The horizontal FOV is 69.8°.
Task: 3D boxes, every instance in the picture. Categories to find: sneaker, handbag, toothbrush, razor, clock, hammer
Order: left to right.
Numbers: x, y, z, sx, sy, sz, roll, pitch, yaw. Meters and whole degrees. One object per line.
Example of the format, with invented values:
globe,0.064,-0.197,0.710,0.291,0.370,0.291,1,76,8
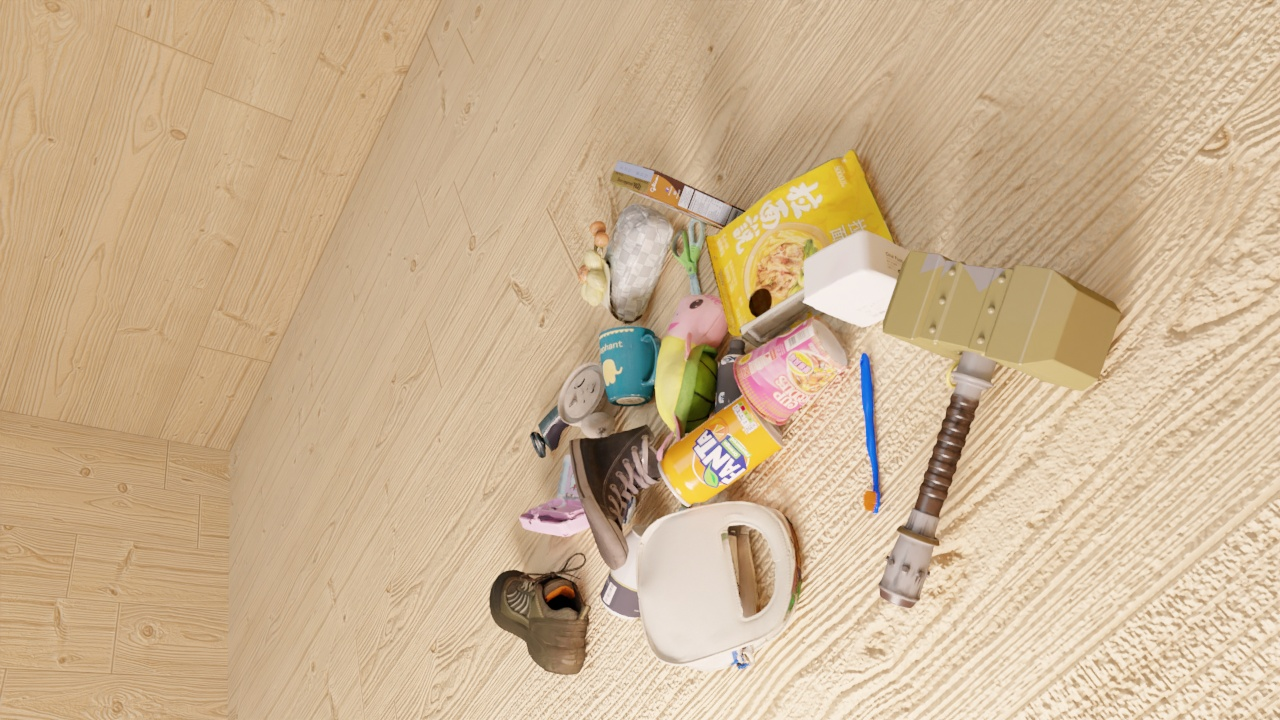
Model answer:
sneaker,-0.148,0.347,1.374,0.238,0.101,0.143,29,104,51
razor,-0.133,0.099,1.518,0.143,0.052,0.047,-49,42,17
clock,-0.068,0.075,1.414,0.104,0.061,0.156,-41,41,22
handbag,-0.029,-0.158,1.403,0.172,0.123,0.112,-67,28,19
sneaker,-0.020,0.173,1.217,0.234,0.120,0.095,-107,0,-61
handbag,0.102,0.260,1.085,0.200,0.093,0.200,-23,55,25
toothbrush,0.247,0.076,0.999,0.016,0.018,0.182,122,151,-66
hammer,0.292,0.075,0.861,0.190,0.100,0.325,21,94,56

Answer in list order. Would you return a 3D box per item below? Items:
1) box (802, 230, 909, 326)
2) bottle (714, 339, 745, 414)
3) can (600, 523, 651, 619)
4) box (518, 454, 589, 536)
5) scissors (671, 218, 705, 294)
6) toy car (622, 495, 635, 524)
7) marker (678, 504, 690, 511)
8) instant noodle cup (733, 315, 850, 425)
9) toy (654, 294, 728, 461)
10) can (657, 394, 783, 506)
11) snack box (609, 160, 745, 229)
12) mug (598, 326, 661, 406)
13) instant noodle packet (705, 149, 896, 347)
box,0.242,-0.095,1.004,0.103,0.107,0.076,-26,52,48
bottle,0.121,0.028,1.177,0.047,0.047,0.112,-17,63,51
can,-0.004,0.278,1.231,0.064,0.064,0.127,36,106,55
box,-0.103,0.211,1.395,0.149,0.073,0.202,-49,15,-21
scissors,0.072,-0.127,1.345,0.079,0.032,0.175,-27,51,43
toy car,-0.034,0.207,1.333,0.105,0.033,0.048,6,84,67
marker,0.046,0.263,1.210,0.017,0.017,0.146,-1,75,55
instant noodle cup,0.180,0.007,1.067,0.109,0.097,0.097,-38,47,30
toy,0.063,0.022,1.221,0.190,0.088,0.237,102,-179,-68
can,0.097,0.109,1.108,0.142,0.079,0.079,-37,43,11
snack box,0.062,-0.216,1.239,0.101,0.185,0.032,32,103,55
mug,-0.008,0.008,1.339,0.112,0.084,0.104,-21,66,47
instant noodle packet,0.196,-0.138,1.124,0.222,0.084,0.162,-36,50,33
